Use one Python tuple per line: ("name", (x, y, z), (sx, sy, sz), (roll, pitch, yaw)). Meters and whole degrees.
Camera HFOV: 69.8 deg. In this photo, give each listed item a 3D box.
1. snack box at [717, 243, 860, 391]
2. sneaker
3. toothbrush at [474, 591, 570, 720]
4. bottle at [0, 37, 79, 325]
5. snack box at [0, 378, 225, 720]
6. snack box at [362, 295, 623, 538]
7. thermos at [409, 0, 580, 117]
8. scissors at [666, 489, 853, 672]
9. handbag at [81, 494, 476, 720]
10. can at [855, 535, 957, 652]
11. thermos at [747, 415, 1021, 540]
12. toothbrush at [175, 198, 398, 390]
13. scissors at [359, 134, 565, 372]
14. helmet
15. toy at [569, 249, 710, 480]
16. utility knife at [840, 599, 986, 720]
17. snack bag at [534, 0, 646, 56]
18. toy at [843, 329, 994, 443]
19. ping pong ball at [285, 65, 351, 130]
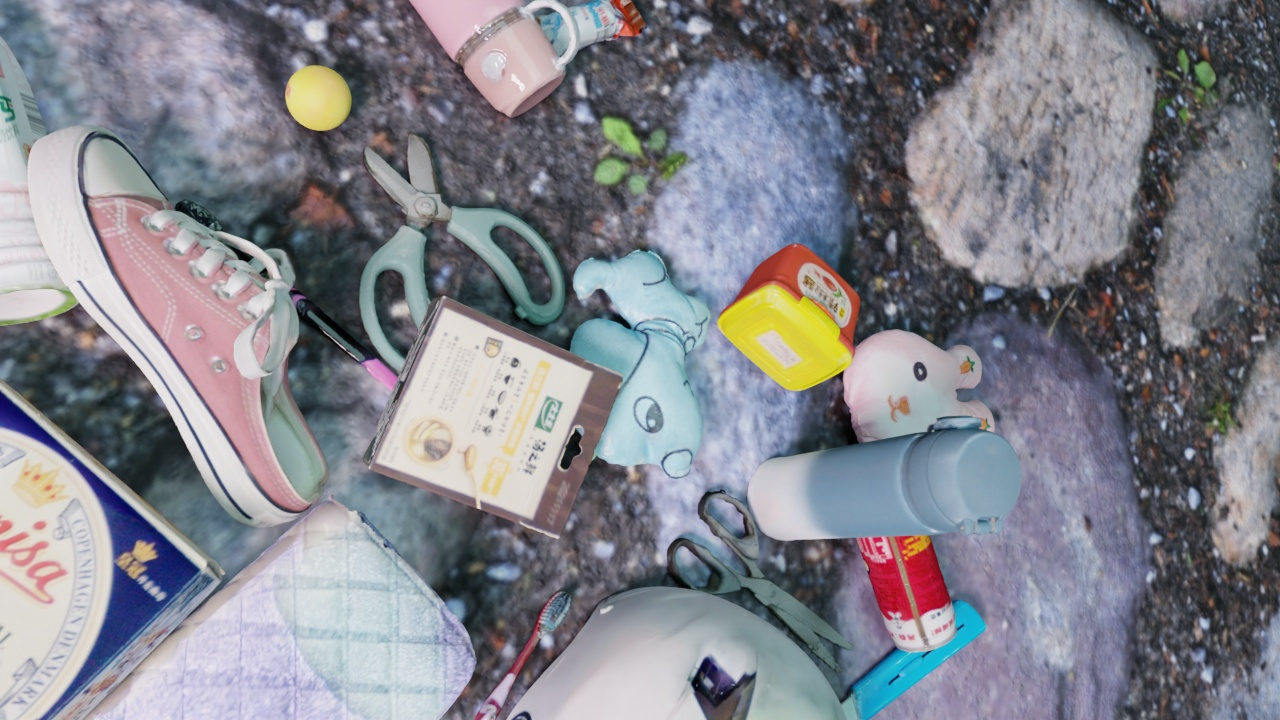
("snack box", (0.117, -0.035, 0.701), (0.091, 0.082, 0.079), (40, 51, -14))
("sneaker", (-0.231, -0.026, 0.502), (0.088, 0.118, 0.241), (-26, 98, 10))
("toothbrush", (-0.095, 0.223, 0.568), (0.016, 0.017, 0.187), (40, 64, -12))
("bottle", (-0.358, -0.119, 0.491), (0.068, 0.068, 0.197), (-17, 83, -28))
("snack box", (-0.333, 0.112, 0.432), (0.178, 0.046, 0.182), (38, 64, 7))
("snack box", (-0.092, 0.036, 0.579), (0.125, 0.053, 0.113), (25, 83, -22))
("thermos", (-0.123, -0.269, 0.630), (0.198, 0.087, 0.067), (53, 26, -5))
("scissors", (0.088, 0.174, 0.674), (0.150, 0.014, 0.170), (-12, 89, -27))
("handbag", (-0.196, 0.185, 0.495), (0.193, 0.076, 0.134), (-44, 99, -29))
("can", (0.198, 0.151, 0.700), (0.053, 0.053, 0.133), (-23, 97, -29))
("thermos", (0.152, 0.084, 0.607), (0.070, 0.221, 0.070), (6, 76, -23))
("toothbrush", (-0.209, -0.034, 0.571), (0.189, 0.018, 0.014), (42, 62, -13))
("scissors", (-0.118, -0.074, 0.625), (0.175, 0.019, 0.174), (-2, 78, -26))
("helmet", (0.034, 0.271, 0.548), (0.229, 0.146, 0.258), (39, 65, -13))
("toy", (-0.004, 0.004, 0.646), (0.161, 0.050, 0.156), (47, 64, 1))
("utility knife", (0.192, 0.245, 0.705), (0.204, 0.018, 0.034), (-26, 91, -27))
("snack bag", (-0.047, -0.254, 0.696), (0.104, 0.026, 0.048), (-26, 78, -29))
("toy", (0.234, 0.032, 0.756), (0.159, 0.054, 0.121), (-8, 83, -32))
("ping pong ball", (-0.207, -0.168, 0.589), (0.040, 0.040, 0.040), (6, 76, -25))
